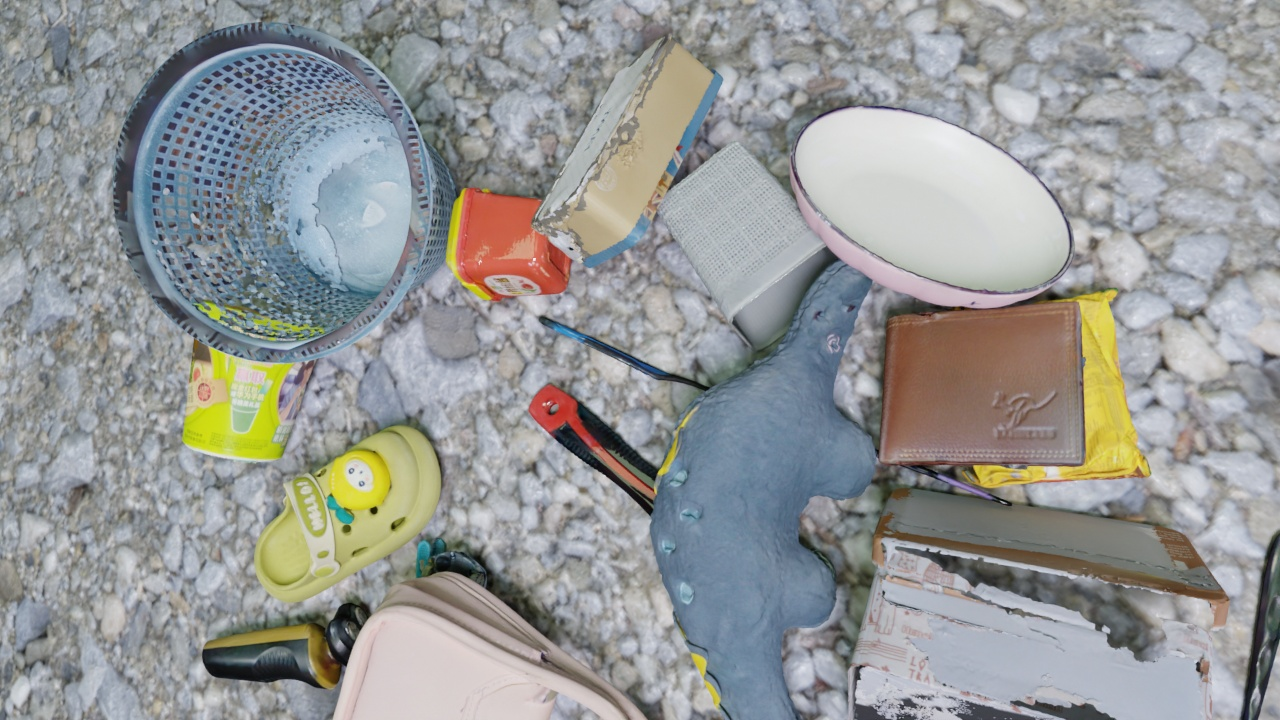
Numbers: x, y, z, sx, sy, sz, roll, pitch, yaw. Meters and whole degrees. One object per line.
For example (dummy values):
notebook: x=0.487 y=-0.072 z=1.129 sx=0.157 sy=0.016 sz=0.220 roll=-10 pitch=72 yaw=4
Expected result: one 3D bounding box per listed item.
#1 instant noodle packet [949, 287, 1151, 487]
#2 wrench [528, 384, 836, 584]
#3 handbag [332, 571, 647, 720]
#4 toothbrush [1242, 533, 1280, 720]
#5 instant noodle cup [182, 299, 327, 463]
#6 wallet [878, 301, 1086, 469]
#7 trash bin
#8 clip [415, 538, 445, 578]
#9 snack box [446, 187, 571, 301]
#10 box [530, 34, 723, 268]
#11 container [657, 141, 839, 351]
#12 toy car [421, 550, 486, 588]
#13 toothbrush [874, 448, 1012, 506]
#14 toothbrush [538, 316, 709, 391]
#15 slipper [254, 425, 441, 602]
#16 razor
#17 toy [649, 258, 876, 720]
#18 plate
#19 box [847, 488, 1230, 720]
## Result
instant noodle packet: x=0.261 y=0.018 z=0.598 sx=0.111 sy=0.044 sz=0.128 roll=-8 pitch=73 yaw=19
wrench: x=0.021 y=0.100 z=0.678 sx=0.273 sy=0.016 sz=0.056 roll=32 pitch=86 yaw=22
handbag: x=-0.096 y=0.271 z=0.638 sx=0.234 sy=0.093 sz=0.193 roll=18 pitch=100 yaw=10
toothbrush: x=0.363 y=0.188 z=0.538 sx=0.016 sy=0.018 sz=0.181 roll=14 pitch=81 yaw=25
instant noodle cup: x=-0.332 y=0.019 z=0.778 sx=0.112 sy=0.111 sz=0.123 roll=13 pitch=89 yaw=21
wallet: x=0.214 y=0.018 z=0.580 sx=0.125 sy=0.032 sz=0.101 roll=-3 pitch=78 yaw=30
trash bin: x=-0.237 y=-0.120 z=0.705 sx=0.227 sy=0.195 sz=0.226 roll=1 pitch=97 yaw=7
clip: x=-0.168 y=0.169 z=0.726 sx=0.014 sy=0.040 sz=0.056 roll=3 pitch=83 yaw=22
snack box: x=-0.100 y=-0.091 z=0.727 sx=0.080 sy=0.091 sz=0.082 roll=2 pitch=78 yaw=13
box: x=-0.007 y=-0.161 z=0.685 sx=0.090 sy=0.061 sz=0.184 roll=-13 pitch=44 yaw=59
container: x=0.078 y=-0.085 z=0.663 sx=0.090 sy=0.090 sz=0.114 roll=-37 pitch=66 yaw=7
toy car: x=-0.144 y=0.198 z=0.704 sx=0.049 sy=0.031 sz=0.105 roll=6 pitch=90 yaw=19
toothbrush: x=0.159 y=0.064 z=0.629 sx=0.189 sy=0.014 sz=0.017 roll=22 pitch=93 yaw=29
toothbrush: x=-0.004 y=0.004 z=0.711 sx=0.190 sy=0.014 sz=0.016 roll=24 pitch=110 yaw=23
slipper: x=-0.246 y=0.127 z=0.733 sx=0.191 sy=0.081 sz=0.091 roll=-37 pitch=71 yaw=11
razor: x=-0.285 y=0.233 z=0.742 sx=0.168 sy=0.062 sz=0.067 roll=-11 pitch=44 yaw=22
toy: x=0.078 y=0.092 z=0.603 sx=0.138 sy=0.091 sz=0.356 roll=10 pitch=82 yaw=16
plate: x=0.186 y=-0.098 z=0.608 sx=0.192 sy=0.039 sz=0.192 roll=8 pitch=47 yaw=-9
box: x=0.225 y=0.145 z=0.542 sx=0.182 sy=0.153 sz=0.177 roll=11 pitch=50 yaw=21
